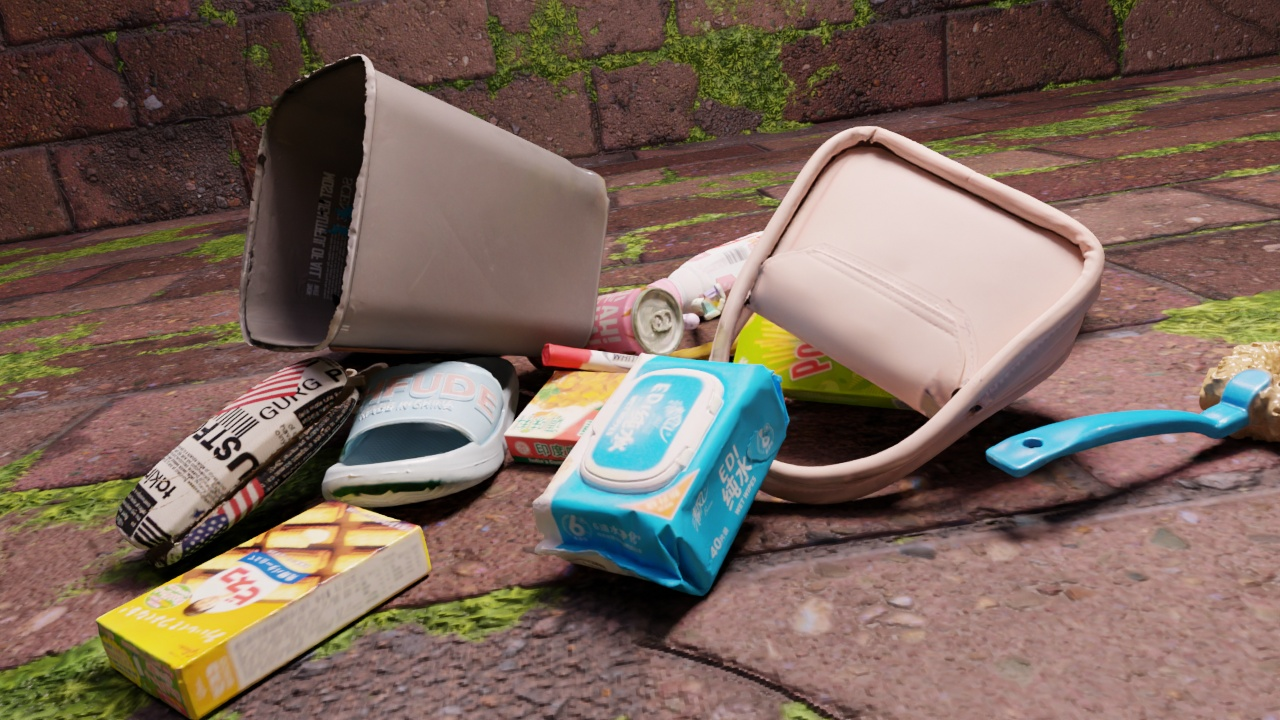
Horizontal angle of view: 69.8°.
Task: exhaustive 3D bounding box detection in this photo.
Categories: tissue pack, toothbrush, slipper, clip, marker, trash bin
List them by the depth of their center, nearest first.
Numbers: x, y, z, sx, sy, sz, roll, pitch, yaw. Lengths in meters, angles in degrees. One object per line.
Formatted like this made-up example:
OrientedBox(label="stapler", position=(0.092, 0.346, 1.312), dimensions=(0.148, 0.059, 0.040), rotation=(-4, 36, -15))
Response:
OrientedBox(label="tissue pack", position=(0.013, 0.055, 0.482), dimensions=(0.090, 0.063, 0.139), rotation=(5, 46, 36))
OrientedBox(label="slipper", position=(-0.143, 0.033, 0.656), dimensions=(0.104, 0.074, 0.245), rotation=(-5, 17, 7))
OrientedBox(label="marker", position=(-0.004, 0.004, 0.692), dimensions=(0.145, 0.017, 0.017), rotation=(7, 11, -26))
OrientedBox(label="trash bin", position=(-0.160, -0.092, 0.700), dimensions=(0.219, 0.199, 0.199), rotation=(9, -3, -42))
OrientedBox(label="toothbrush", position=(0.055, -0.048, 0.777), dimensions=(0.020, 0.029, 0.189), rotation=(20, 3, -1))
OrientedBox(label="clip", position=(-0.255, 0.026, 0.792), dimensions=(0.104, 0.034, 0.076), rotation=(0, 19, 37))
OrientedBox(label="toothbrush", position=(-0.012, -0.029, 0.810), dimensions=(0.190, 0.021, 0.029), rotation=(-4, 40, 53))

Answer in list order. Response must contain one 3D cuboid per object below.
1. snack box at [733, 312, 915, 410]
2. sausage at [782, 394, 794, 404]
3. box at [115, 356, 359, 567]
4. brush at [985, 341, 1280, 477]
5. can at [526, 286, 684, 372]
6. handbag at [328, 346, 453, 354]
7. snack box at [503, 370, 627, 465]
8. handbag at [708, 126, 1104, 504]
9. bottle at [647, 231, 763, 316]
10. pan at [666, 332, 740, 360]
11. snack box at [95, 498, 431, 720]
OrientedBox(label="snack box", position=(0.144, -0.012, 0.654), dimensions=(0.157, 0.085, 0.026), rotation=(5, -18, 33))
OrientedBox(label="sausage", position=(0.033, 0.032, 0.665), dimensions=(0.156, 0.020, 0.020), rotation=(-4, 19, 12))
OrientedBox(label="box", position=(-0.244, 0.070, 0.586), dimensions=(0.075, 0.076, 0.163), rotation=(14, 48, 42))
OrientedBox(label="brush", position=(0.297, 0.029, 0.501), dimensions=(0.254, 0.046, 0.083), rotation=(-9, 21, -20))
OrientedBox(label="can", position=(-0.035, -0.024, 0.759), dimensions=(0.148, 0.058, 0.057), rotation=(-7, 14, 46))
OrientedBox(label="handbag", position=(-0.214, -0.060, 0.924), dimensions=(0.205, 0.100, 0.147), rotation=(1, 17, 15))
OrientedBox(label="snack box", position=(-0.007, 0.041, 0.618), dimensions=(0.156, 0.027, 0.076), rotation=(2, 36, 28))
OrientedBox(label="handbag", position=(0.136, -0.017, 0.555), dimensions=(0.193, 0.093, 0.233), rotation=(34, 71, 30))
OrientedBox(label="bottle", position=(0.093, -0.085, 0.923), dimensions=(0.196, 0.068, 0.068), rotation=(-23, 23, -28))
OrientedBox(label="pan", position=(0.151, -0.029, 0.758), dimensions=(0.357, 0.078, 0.197), rotation=(1, 15, 7))
OrientedBox(label="snack box", position=(-0.191, 0.121, 0.477), dimensions=(0.087, 0.034, 0.140), rotation=(6, 25, 39))
